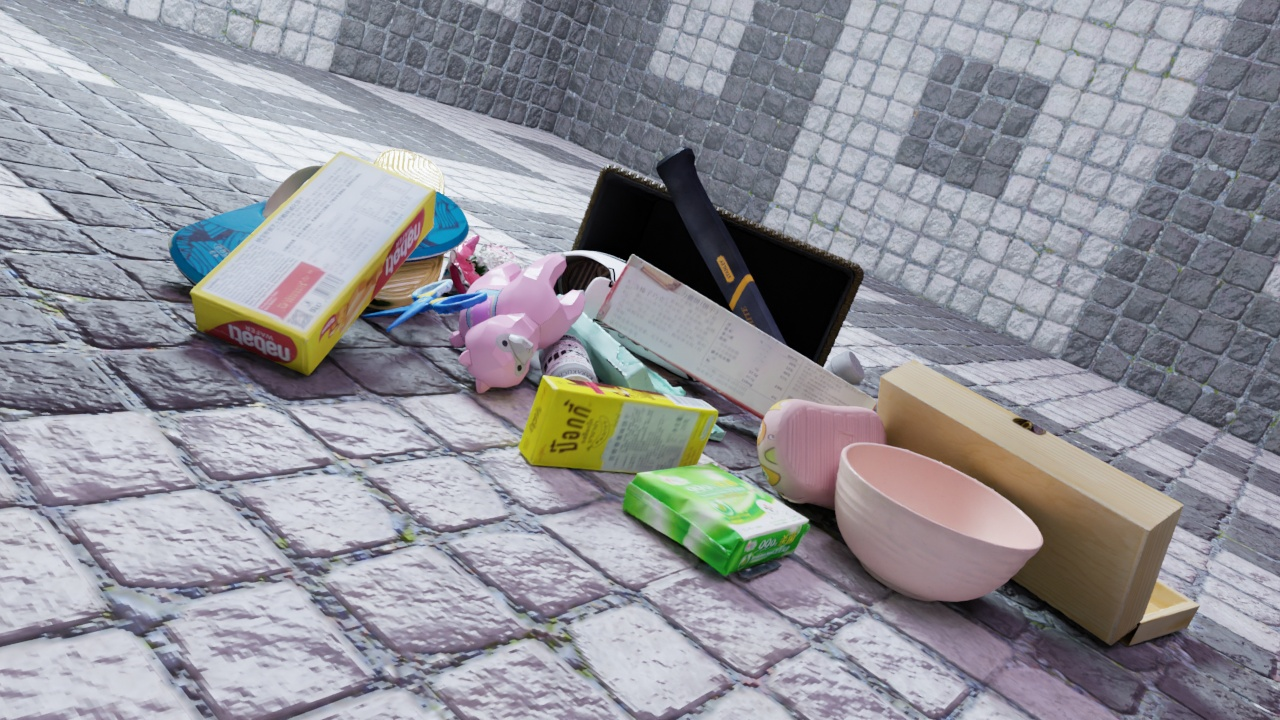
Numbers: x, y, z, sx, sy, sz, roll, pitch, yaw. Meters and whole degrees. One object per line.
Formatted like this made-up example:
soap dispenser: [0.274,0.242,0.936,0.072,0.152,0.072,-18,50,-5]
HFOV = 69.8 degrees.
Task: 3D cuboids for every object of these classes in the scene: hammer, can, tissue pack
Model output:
hammer: [0.106,-0.089,0.982,0.035,0.140,0.312,-11,74,-62]
can: [-0.063,0.012,0.793,0.044,0.044,0.106,16,16,-16]
tissue pack: [0.055,0.108,0.639,0.099,0.034,0.113,29,16,33]

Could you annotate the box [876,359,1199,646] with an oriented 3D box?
box: [0.332,0.136,0.799,0.252,0.119,0.248,39,-1,-44]

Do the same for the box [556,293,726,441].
box: [-0.011,0.012,0.872,0.138,0.055,0.187,45,-1,-35]

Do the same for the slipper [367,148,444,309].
slipper: [-0.251,-0.123,0.932,0.099,0.079,0.262,16,38,-18]

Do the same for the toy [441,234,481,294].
toy: [-0.189,-0.090,0.967,0.050,0.065,0.102,-13,20,2]

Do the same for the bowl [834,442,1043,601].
bowl: [0.209,0.129,0.684,0.153,0.076,0.153,18,16,-6]

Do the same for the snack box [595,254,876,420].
snack box: [0.090,-0.001,0.888,0.273,0.076,0.044,31,3,5]

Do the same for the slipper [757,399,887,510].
slipper: [0.140,0.083,0.764,0.082,0.093,0.197,-8,-13,37]

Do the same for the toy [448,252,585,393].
toy: [-0.115,-0.031,0.794,0.123,0.067,0.157,-7,32,37]

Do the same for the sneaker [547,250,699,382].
sneaker: [-0.015,-0.056,0.978,0.245,0.091,0.097,32,13,26]

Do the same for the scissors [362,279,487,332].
scissors: [-0.185,-0.049,0.790,0.125,0.013,0.126,-8,17,17]

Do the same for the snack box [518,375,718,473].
snack box: [-0.014,0.052,0.686,0.148,0.061,0.025,10,19,-35]

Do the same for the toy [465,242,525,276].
toy: [-0.138,-0.092,0.968,0.095,0.041,0.109,46,8,-21]

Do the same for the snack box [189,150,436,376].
snack box: [-0.243,-0.082,0.708,0.092,0.042,0.200,21,46,3]

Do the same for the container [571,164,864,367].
container: [0.098,-0.091,1.121,0.321,0.176,0.204,25,13,15]

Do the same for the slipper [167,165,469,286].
slipper: [-0.268,-0.128,0.810,0.118,0.060,0.294,41,37,15]
